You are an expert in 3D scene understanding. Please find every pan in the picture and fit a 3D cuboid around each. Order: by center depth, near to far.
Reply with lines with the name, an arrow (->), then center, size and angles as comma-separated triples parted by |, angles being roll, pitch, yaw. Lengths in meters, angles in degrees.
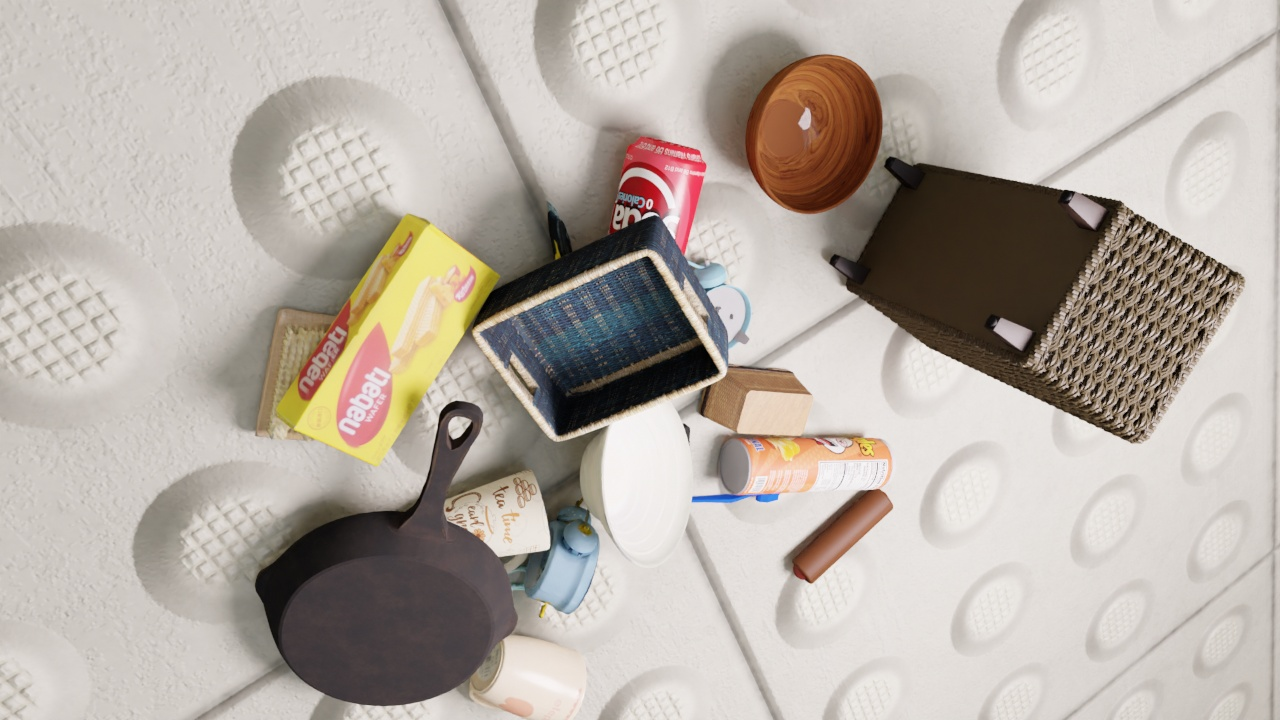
pan -> -0.210, 0.190, 0.832 | 0.248, 0.043, 0.357 | 16, 117, -18

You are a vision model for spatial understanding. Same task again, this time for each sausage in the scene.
sausage -> 0.251, 0.218, 1.146 | 0.155, 0.040, 0.040 | -40, 123, -9

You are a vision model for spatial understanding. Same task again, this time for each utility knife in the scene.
utility knife -> -0.066, -0.068, 0.867 | 0.020, 0.029, 0.171 | -24, 118, -24

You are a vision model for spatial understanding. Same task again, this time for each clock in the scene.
clock -> 0.064, -0.055, 0.931 | 0.123, 0.042, 0.087 | 37, 91, -35
clock -> -0.076, 0.197, 0.937 | 0.051, 0.089, 0.124 | 23, 96, -15

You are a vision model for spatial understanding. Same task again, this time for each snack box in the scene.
snack box -> -0.211, -0.016, 0.776 | 0.200, 0.042, 0.092 | -58, 138, -6

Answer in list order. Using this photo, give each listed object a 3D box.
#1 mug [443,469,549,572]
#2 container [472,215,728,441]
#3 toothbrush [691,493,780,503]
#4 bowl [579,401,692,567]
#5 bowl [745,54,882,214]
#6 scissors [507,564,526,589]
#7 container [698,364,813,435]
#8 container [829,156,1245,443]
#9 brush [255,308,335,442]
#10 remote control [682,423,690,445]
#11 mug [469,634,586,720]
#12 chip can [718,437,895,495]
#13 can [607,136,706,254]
mug -> -0.146, 0.172, 0.908 | 0.097, 0.081, 0.122 | -12, 132, -15
container -> -0.033, -0.025, 0.820 | 0.188, 0.071, 0.145 | -22, 119, 21
toothbrush -> 0.079, 0.159, 1.047 | 0.186, 0.016, 0.011 | 0, 111, -25
bowl -> -0.013, 0.116, 0.916 | 0.176, 0.058, 0.176 | 15, 73, -58
bowl -> 0.155, -0.222, 0.891 | 0.147, 0.069, 0.147 | -11, 115, -24
scissors -> -0.162, 0.234, 0.954 | 0.119, 0.012, 0.129 | -33, 123, -13
container -> 0.130, 0.046, 0.996 | 0.113, 0.061, 0.063 | 5, 108, -29
container -> 0.361, -0.083, 0.917 | 0.205, 0.321, 0.176 | 25, 98, -27
brush -> -0.291, 0.017, 0.779 | 0.049, 0.039, 0.117 | 9, 103, -29
remote control -> 0.021, 0.134, 0.998 | 0.058, 0.013, 0.133 | -2, 107, -23
mug -> -0.132, 0.344, 0.983 | 0.104, 0.085, 0.112 | 31, 124, -32
chip can -> 0.195, 0.121, 1.060 | 0.210, 0.062, 0.062 | 2, 109, -28
can -> 0.011, -0.130, 0.851 | 0.074, 0.074, 0.143 | 5, 108, -29
